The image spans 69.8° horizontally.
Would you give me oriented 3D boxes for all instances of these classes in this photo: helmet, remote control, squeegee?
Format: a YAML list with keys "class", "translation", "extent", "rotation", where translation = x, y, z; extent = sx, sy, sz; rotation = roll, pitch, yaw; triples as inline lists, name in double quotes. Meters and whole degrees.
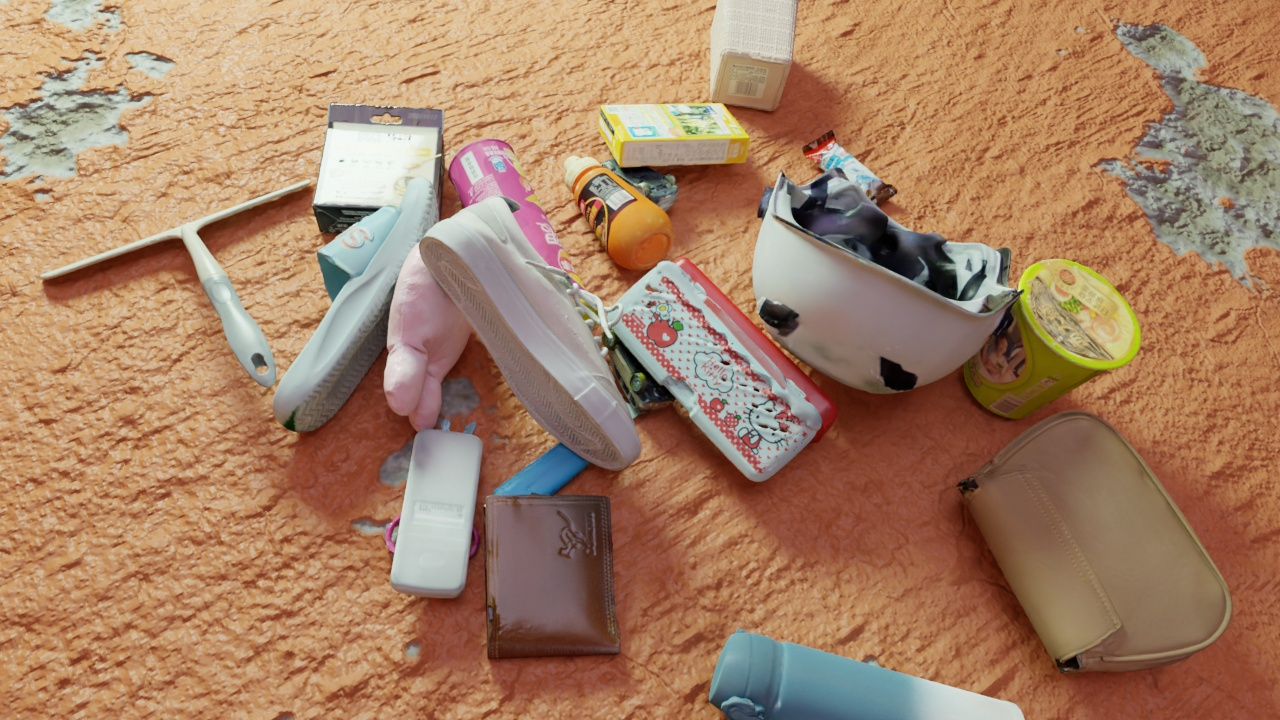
- class: "helmet"
  translation: [0.192, -0.055, 0.794]
  extent: [0.229, 0.146, 0.257]
  rotation: [27, 28, 11]
- class: "remote control"
  translation: [-0.156, 0.116, 0.710]
  extent: [0.056, 0.020, 0.135]
  rotation: [9, 55, -12]
- class: "squeegee"
  translation: [-0.358, -0.064, 0.772]
  extent: [0.246, 0.039, 0.246]
  rotation: [-26, 52, -22]

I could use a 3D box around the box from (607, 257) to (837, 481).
- class: "box"
  translation: [0.065, 0.010, 0.793]
  extent: [0.101, 0.095, 0.201]
  rotation: [-40, 74, -10]

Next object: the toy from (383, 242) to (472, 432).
- class: "toy"
  translation: [-0.176, -0.023, 0.760]
  extent: [0.054, 0.121, 0.159]
  rotation: [6, 67, 10]

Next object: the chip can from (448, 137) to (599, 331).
- class: "chip can"
  translation: [-0.111, -0.110, 0.850]
  extent: [0.071, 0.072, 0.210]
  rotation: [-18, 62, -19]

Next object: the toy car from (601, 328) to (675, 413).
- class: "toy car"
  translation: [-0.005, 0.005, 0.810]
  extent: [0.042, 0.035, 0.090]
  rotation: [-3, 54, -43]

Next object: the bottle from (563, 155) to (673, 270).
- class: "bottle"
  translation: [-0.030, -0.153, 0.898]
  extent: [0.066, 0.067, 0.149]
  rotation: [-27, 58, -23]

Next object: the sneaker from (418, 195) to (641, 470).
- class: "sneaker"
  translation: [-0.068, -0.024, 0.736]
  extent: [0.090, 0.090, 0.242]
  rotation: [-43, 103, -31]

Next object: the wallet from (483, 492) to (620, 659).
- class: "wallet"
  translation: [-0.068, 0.163, 0.700]
  extent: [0.101, 0.032, 0.124]
  rotation: [1, 68, -13]

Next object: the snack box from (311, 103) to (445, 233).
- class: "snack box"
  translation: [-0.248, -0.183, 0.887]
  extent: [0.113, 0.053, 0.125]
  rotation: [2, 57, -7]

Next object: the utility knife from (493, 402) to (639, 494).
- class: "utility knife"
  translation: [-0.059, 0.081, 0.769]
  extent: [0.159, 0.018, 0.034]
  rotation: [-37, 82, -28]

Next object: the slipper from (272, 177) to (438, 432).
- class: "slipper"
  translation: [-0.245, -0.053, 0.778]
  extent: [0.074, 0.104, 0.244]
  rotation: [25, 65, 1]

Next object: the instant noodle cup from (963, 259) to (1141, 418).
- class: "instant noodle cup"
  translation: [0.355, -0.010, 0.820]
  extent: [0.111, 0.124, 0.111]
  rotation: [7, 58, -11]

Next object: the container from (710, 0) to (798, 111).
- class: "container"
  translation: [0.125, -0.349, 1.026]
  extent: [0.090, 0.090, 0.110]
  rotation: [8, 60, -3]

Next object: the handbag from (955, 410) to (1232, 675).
- class: "handbag"
  translation: [0.358, 0.151, 0.741]
  extent: [0.147, 0.100, 0.204]
  rotation: [-16, 61, -9]

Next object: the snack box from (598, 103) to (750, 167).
- class: "snack box"
  translation: [0.034, -0.236, 0.955]
  extent: [0.140, 0.034, 0.086]
  rotation: [-7, 41, -15]

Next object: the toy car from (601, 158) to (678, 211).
- class: "toy car"
  translation: [-0.002, -0.180, 0.931]
  extent: [0.042, 0.034, 0.090]
  rotation: [-30, 53, -33]

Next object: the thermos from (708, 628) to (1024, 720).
- class: "thermos"
  translation: [0.160, 0.253, 0.664]
  extent: [0.220, 0.070, 0.070]
  rotation: [14, 57, 1]

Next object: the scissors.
- class: "scissors"
  translation: [-0.149, 0.104, 0.744]
  extent: [0.083, 0.017, 0.137]
  rotation: [17, 53, 4]

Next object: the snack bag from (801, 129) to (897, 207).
- class: "snack bag"
  translation: [0.224, -0.203, 0.984]
  extent: [0.048, 0.026, 0.104]
  rotation: [-35, 68, -13]
